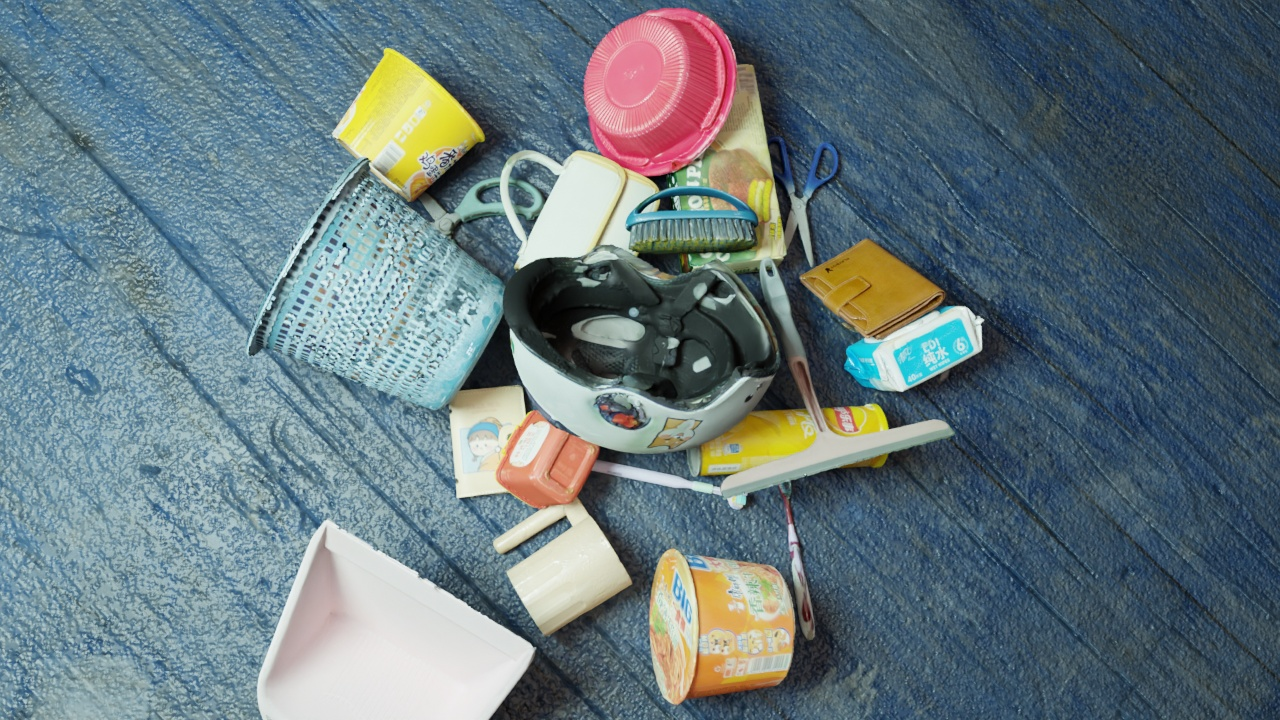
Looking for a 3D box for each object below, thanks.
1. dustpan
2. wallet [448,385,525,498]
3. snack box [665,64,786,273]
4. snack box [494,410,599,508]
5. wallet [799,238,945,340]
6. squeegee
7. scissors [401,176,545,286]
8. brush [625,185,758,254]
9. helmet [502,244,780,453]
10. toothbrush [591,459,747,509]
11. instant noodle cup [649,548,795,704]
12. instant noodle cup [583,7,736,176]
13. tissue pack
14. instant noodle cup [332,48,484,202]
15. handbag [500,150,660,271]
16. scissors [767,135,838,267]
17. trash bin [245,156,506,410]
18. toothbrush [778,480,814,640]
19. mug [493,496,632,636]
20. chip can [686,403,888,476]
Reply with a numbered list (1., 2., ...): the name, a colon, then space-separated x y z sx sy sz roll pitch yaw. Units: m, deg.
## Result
1. dustpan: -0.245 0.306 0.850 0.222 0.274 0.138 30 52 2
2. wallet: -0.160 0.087 0.993 0.087 0.024 0.115 -6 83 -7
3. snack box: 0.090 -0.219 1.063 0.114 0.063 0.240 -7 80 -8
4. snack box: -0.095 0.103 0.955 0.082 0.080 0.091 39 66 -27
5. wallet: 0.255 -0.078 1.040 0.119 0.035 0.130 -26 43 -12
6. squeegee: 0.172 0.003 0.986 0.247 0.040 0.249 -15 70 -2
7. scissors: -0.181 -0.128 1.034 0.170 0.019 0.179 -12 82 -11
8. brush: 0.055 -0.151 0.986 0.144 0.055 0.073 -2 80 -3
9. helmet: -0.005 0.005 0.922 0.274 0.157 0.229 1 41 -13
10. toothbrush: 0.024 0.133 1.010 0.189 0.029 0.021 13 37 -3
11. instant noodle cup: 0.082 0.269 0.931 0.111 0.152 0.151 4 78 -15
12. instant noodle cup: 0.007 -0.306 1.016 0.194 0.065 0.193 -4 82 32
13. tissue pack: 0.307 -0.016 1.035 0.140 0.090 0.063 -26 97 -11
14. instant noodle cup: -0.256 -0.247 0.994 0.138 0.138 0.109 39 86 1
15. handbag: -0.081 -0.157 1.022 0.178 0.063 0.163 26 76 -7
16. scissors: 0.195 -0.196 1.095 0.156 0.012 0.165 -30 82 -13
17. trash bin: -0.250 -0.057 0.928 0.195 0.227 0.226 31 76 -14
18. toothbrush: 0.173 0.213 1.013 0.016 0.017 0.187 -6 79 -8
19. mug: -0.084 0.209 0.957 0.103 0.084 0.124 -32 60 -11
20. chip can: 0.160 0.089 1.009 0.213 0.072 0.072 -3 79 -7
